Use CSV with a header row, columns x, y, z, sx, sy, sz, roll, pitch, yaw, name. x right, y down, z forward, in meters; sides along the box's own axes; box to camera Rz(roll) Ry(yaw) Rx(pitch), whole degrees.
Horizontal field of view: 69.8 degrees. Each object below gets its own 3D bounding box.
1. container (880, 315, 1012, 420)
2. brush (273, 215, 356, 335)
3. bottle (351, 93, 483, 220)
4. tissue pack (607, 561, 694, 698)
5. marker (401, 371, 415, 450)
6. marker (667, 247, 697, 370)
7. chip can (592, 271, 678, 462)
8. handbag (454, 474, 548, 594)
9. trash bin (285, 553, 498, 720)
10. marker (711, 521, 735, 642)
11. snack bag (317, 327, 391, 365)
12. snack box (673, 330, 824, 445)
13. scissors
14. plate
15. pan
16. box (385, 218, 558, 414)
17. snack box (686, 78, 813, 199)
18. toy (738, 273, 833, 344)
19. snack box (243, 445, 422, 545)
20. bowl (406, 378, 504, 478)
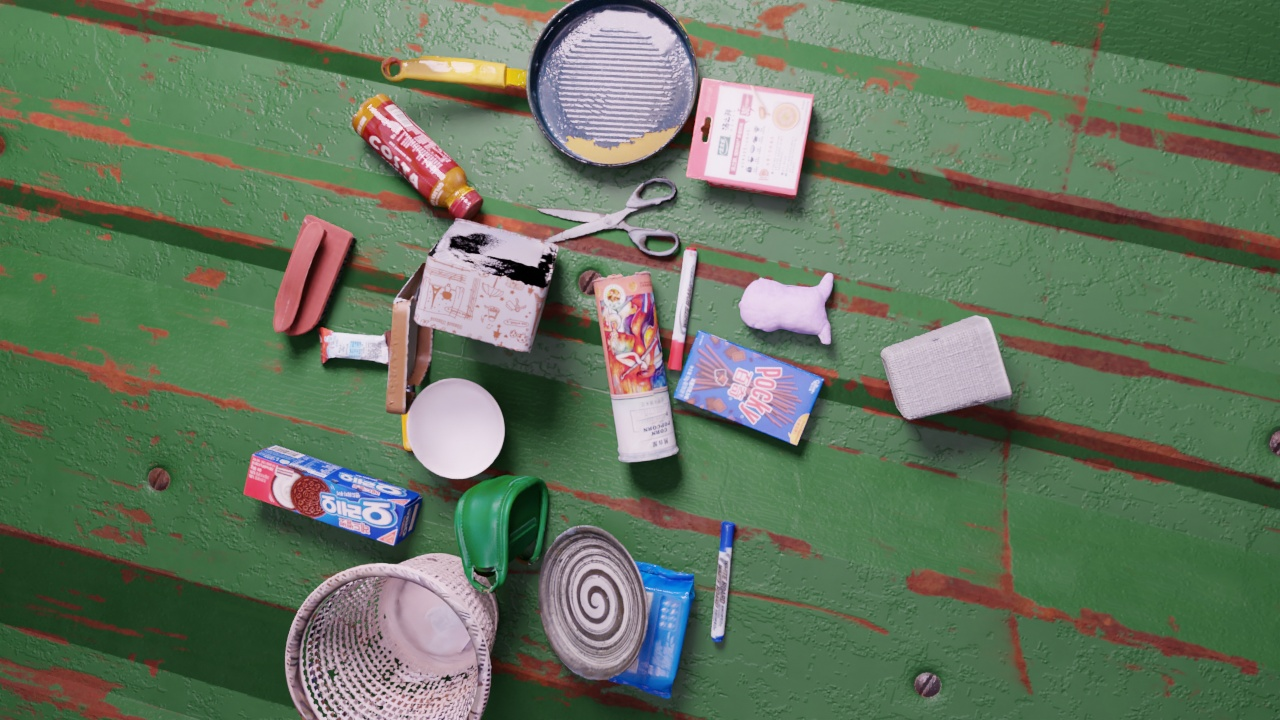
x,y,z,sx,sy,sz,roll,pitch,yaw,name
0.334,0.011,1.018,0.114,0.090,0.090,-17,92,11,container
-0.403,-0.098,1.109,0.063,0.069,0.146,24,97,6,brush
-0.261,-0.236,1.086,0.175,0.057,0.057,44,98,2,bottle
0.009,0.321,1.100,0.095,0.052,0.157,11,96,9,tissue pack
-0.287,0.050,1.135,0.018,0.015,0.124,-2,93,3,marker
0.050,-0.061,1.082,0.017,0.017,0.145,9,96,6,marker
-0.006,0.006,1.068,0.071,0.071,0.214,-8,93,8,chip can
-0.157,0.197,1.074,0.068,0.131,0.120,-2,98,16,handbag
-0.260,0.321,1.062,0.227,0.192,0.227,1,94,7,trash bin
0.099,0.266,1.103,0.017,0.017,0.146,6,95,7,marker
-0.351,-0.017,1.131,0.104,0.026,0.048,0,101,6,snack bag
0.126,0.031,1.075,0.157,0.026,0.084,21,96,5,snack box
-0.030,-0.165,1.086,0.170,0.014,0.159,42,99,3,scissors
-0.054,0.284,1.086,0.180,0.024,0.179,-1,88,41,plate
-0.113,-0.324,1.050,0.357,0.078,0.198,3,95,7,pan
-0.193,-0.037,1.029,0.157,0.182,0.193,13,112,-5,box
0.124,-0.251,1.043,0.127,0.044,0.113,11,96,5,snack box
0.168,-0.064,1.056,0.108,0.039,0.083,5,81,11,toy
-0.379,0.165,1.135,0.207,0.057,0.058,17,99,5,snack box
-0.212,0.077,1.102,0.118,0.064,0.118,1,95,8,bowl
